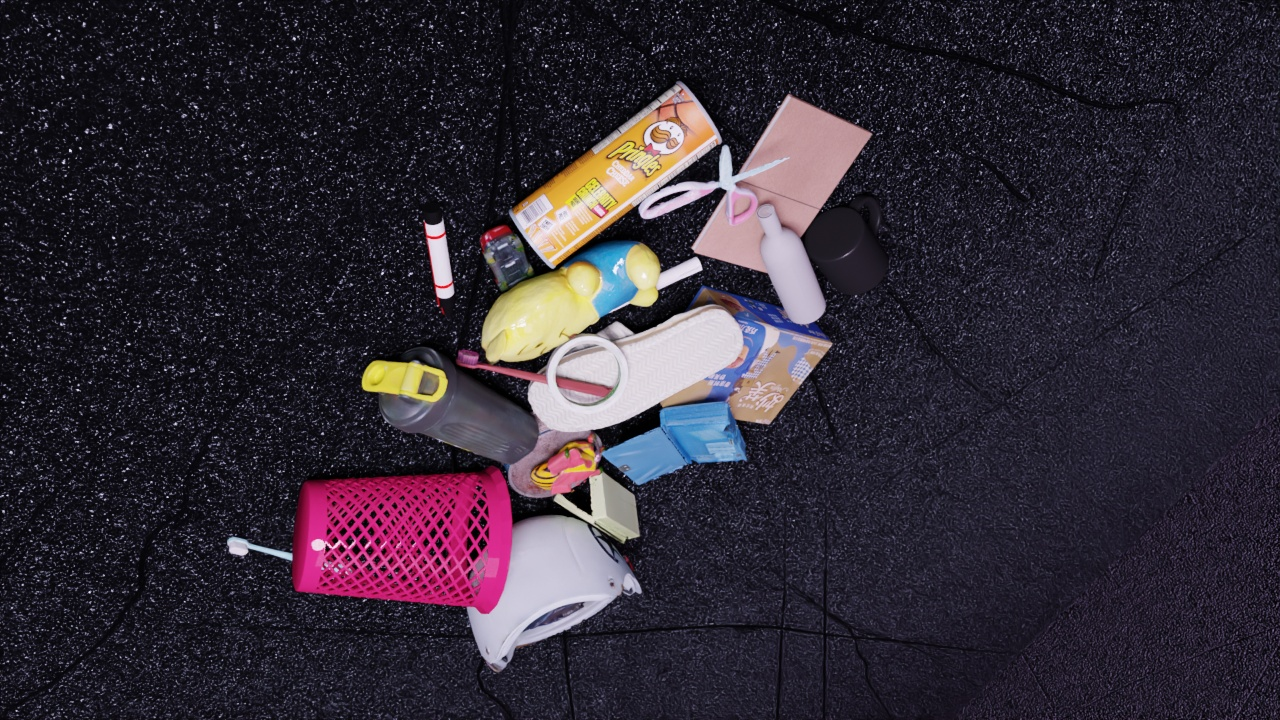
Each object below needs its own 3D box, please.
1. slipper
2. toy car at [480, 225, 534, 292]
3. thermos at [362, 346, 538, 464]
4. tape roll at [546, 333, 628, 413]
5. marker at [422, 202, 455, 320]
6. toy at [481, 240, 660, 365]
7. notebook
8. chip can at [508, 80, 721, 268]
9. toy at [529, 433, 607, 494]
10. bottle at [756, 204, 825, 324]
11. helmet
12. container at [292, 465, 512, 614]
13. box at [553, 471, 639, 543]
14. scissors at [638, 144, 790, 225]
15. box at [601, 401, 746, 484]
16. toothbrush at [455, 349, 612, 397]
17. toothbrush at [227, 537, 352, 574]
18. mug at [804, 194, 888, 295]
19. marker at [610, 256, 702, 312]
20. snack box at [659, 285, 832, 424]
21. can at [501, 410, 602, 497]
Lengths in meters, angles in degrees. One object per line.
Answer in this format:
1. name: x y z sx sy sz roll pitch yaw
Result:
1. slipper: -0.007 0.007 1.117 0.273 0.054 0.114 -21 112 10
2. toy car: -0.142 -0.108 0.971 0.042 0.036 0.091 -29 150 -6
3. thermos: -0.208 0.057 1.056 0.098 0.098 0.220 -41 142 10
4. tape roll: -0.062 0.016 1.069 0.093 0.018 0.094 -2 102 -11
5. marker: -0.208 -0.098 0.955 0.019 0.019 0.146 -16 137 -18
6. toy: -0.080 -0.064 0.999 0.214 0.084 0.149 -27 173 -9
7. notebook: 0.167 -0.200 1.089 0.141 0.008 0.210 10 125 -37
8. chip can: -0.026 -0.187 0.934 0.215 0.075 0.075 -36 139 5
9. toy: -0.091 0.136 1.171 0.103 0.046 0.084 -29 153 4
10. bottle: 0.180 -0.120 1.127 0.052 0.052 0.195 -33 140 2
11. helmet: -0.137 0.307 1.287 0.236 0.163 0.264 -29 161 0
12. container: -0.293 0.213 1.110 0.225 0.183 0.184 7 127 -26
13. box: -0.048 0.213 1.285 0.090 0.077 0.188 -30 156 0
14. scissors: 0.082 -0.181 0.997 0.172 0.013 0.170 -20 162 0
15. box: 0.051 0.114 1.255 0.177 0.047 0.232 -15 160 6
16. toothbrush: -0.122 0.017 1.075 0.189 0.016 0.016 13 116 -13
17. toothbrush: -0.440 0.252 1.165 0.016 0.016 0.180 -44 139 14
18. mug: 0.267 -0.152 1.156 0.088 0.078 0.113 38 78 -47
19. marker: 0.012 -0.088 1.097 0.133 0.020 0.017 -26 135 -6
20. snack box: 0.129 -0.002 1.216 0.202 0.069 0.155 11 125 -38
21. can: -0.118 0.120 1.206 0.129 0.044 0.130 -17 137 -16
